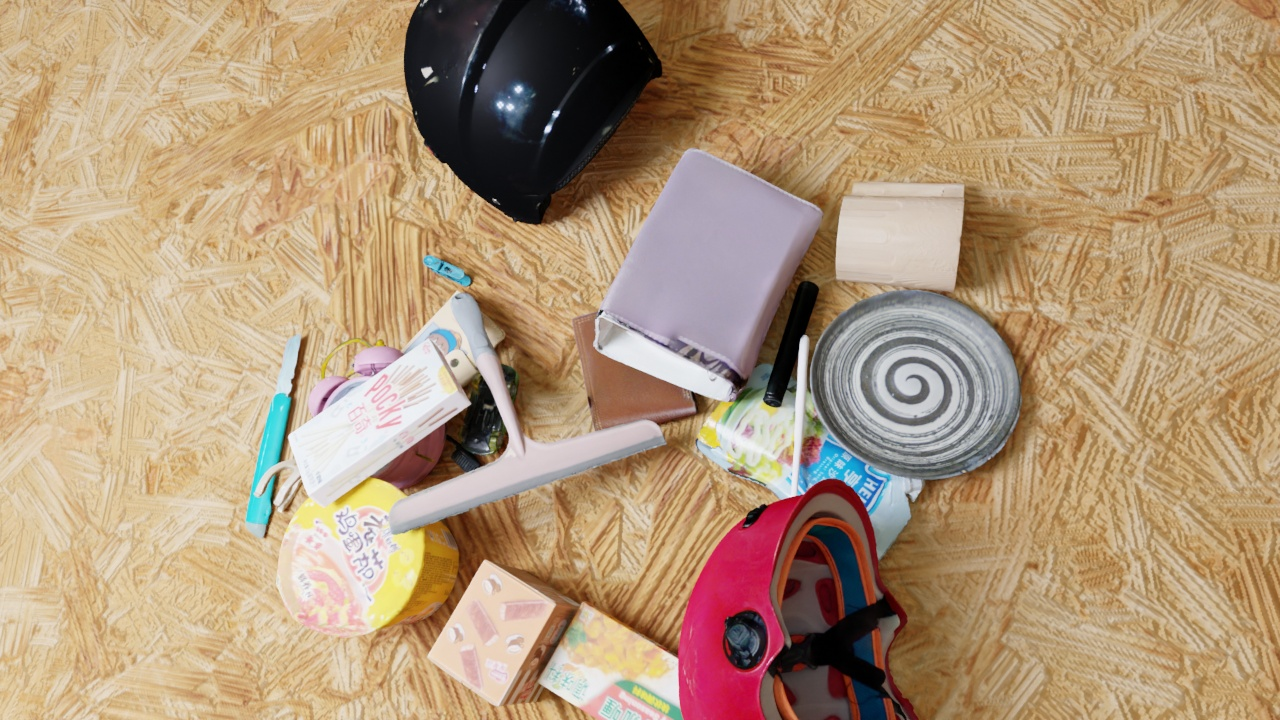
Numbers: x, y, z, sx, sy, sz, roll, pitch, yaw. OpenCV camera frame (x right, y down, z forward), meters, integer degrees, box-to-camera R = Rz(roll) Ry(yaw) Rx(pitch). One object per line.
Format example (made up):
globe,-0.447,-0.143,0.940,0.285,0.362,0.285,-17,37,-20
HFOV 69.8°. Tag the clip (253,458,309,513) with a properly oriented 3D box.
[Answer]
clip,-0.339,0.118,0.928,0.035,0.093,0.102,16,41,19

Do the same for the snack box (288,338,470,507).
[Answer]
snack box,-0.233,0.053,0.815,0.156,0.027,0.084,-36,46,-4

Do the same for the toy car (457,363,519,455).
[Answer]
toy car,-0.145,0.049,0.892,0.043,0.036,0.091,12,75,16

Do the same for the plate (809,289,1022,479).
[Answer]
plate,0.239,0.022,0.803,0.179,0.024,0.179,-3,65,5

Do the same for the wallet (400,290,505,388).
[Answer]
wallet,-0.197,-0.005,0.932,0.115,0.024,0.087,-47,63,-5

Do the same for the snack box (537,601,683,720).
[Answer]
snack box,0.000,0.276,0.774,0.156,0.027,0.077,28,81,9

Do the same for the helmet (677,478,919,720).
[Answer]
helmet,0.105,0.217,0.695,0.144,0.206,0.240,-15,76,36

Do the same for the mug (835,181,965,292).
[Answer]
mug,0.238,-0.122,0.836,0.104,0.084,0.124,6,50,17

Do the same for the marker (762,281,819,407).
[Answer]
marker,0.136,-0.017,0.833,0.020,0.022,0.131,5,57,30

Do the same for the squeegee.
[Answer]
squeegee,-0.139,0.012,0.850,0.247,0.040,0.249,-18,52,-13

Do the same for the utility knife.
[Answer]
utility knife,-0.379,0.076,0.955,0.029,0.013,0.216,2,76,17

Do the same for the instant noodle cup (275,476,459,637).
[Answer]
instant noodle cup,-0.237,0.182,0.833,0.138,0.110,0.138,-4,72,12

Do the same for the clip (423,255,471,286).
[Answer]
clip,-0.203,-0.094,0.962,0.056,0.043,0.014,26,79,23

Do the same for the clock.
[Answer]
clock,-0.262,0.051,0.895,0.117,0.059,0.158,-33,72,14

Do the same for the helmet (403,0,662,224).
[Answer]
helmet,-0.121,-0.287,0.904,0.275,0.230,0.233,31,79,41

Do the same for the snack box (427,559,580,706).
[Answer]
snack box,-0.113,0.235,0.794,0.077,0.093,0.094,26,80,20

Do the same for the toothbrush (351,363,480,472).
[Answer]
toothbrush,-0.230,0.056,0.925,0.189,0.014,0.018,34,95,22

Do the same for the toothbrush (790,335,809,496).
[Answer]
toothbrush,0.133,0.061,0.792,0.016,0.016,0.179,4,69,13

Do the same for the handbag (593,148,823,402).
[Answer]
handbag,0.062,-0.075,0.835,0.145,0.098,0.196,24,68,9

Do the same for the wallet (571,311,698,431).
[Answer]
wallet,-0.005,0.005,0.876,0.101,0.032,0.124,-15,70,6

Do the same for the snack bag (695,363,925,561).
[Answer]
snack bag,0.150,0.091,0.806,0.191,0.039,0.110,37,72,21
